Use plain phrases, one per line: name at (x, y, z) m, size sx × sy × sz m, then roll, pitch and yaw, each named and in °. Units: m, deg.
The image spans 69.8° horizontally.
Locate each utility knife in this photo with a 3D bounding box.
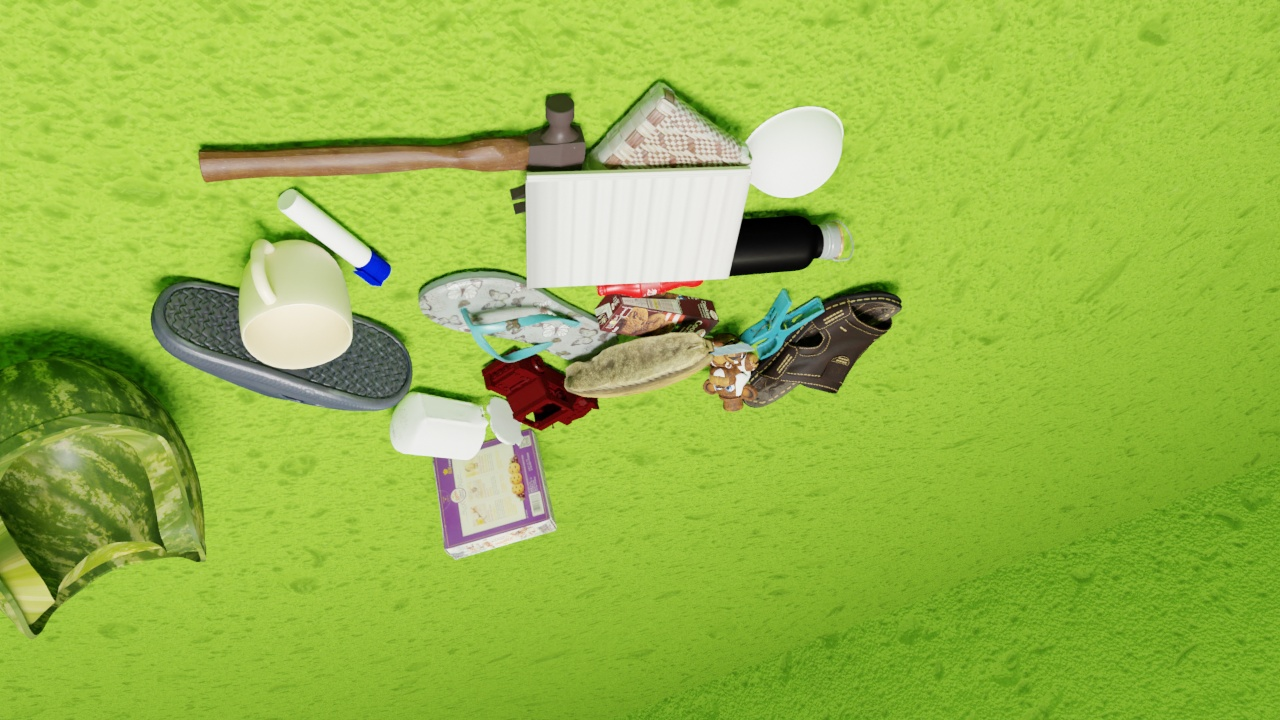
utility knife at (0.042, -0.003, 1.152) m, size 0.206 × 0.015 × 0.031 m, roll -6°, pitch 142°, yaw 20°

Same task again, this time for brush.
brush at (-0.007, 0.006, 1.096) m, size 0.196 × 0.059 × 0.043 m, roll -13°, pitch 159°, yaw 21°

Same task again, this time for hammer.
hammer at (-0.208, -0.176, 0.802) m, size 0.322 × 0.033 × 0.116 m, roll -6°, pitch 145°, yaw -15°

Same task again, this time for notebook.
notebook at (-0.006, -0.127, 0.891) m, size 0.209 × 0.009 × 0.143 m, roll -3°, pitch 141°, yaw -9°

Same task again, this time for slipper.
slipper at (-0.364, 0.001, 0.938) m, size 0.267 × 0.110 × 0.084 m, roll 18°, pitch 138°, yaw -38°
slipper at (-0.122, -0.037, 1.038) m, size 0.268 × 0.054 × 0.098 m, roll 16°, pitch 134°, yaw -43°
slipper at (0.240, -0.002, 1.231) m, size 0.112 × 0.075 × 0.269 m, roll 14°, pitch 138°, yaw -40°

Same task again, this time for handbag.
handbag at (0.003, -0.173, 0.887) m, size 0.124 × 0.047 × 0.186 m, roll 24°, pitch 131°, yaw -36°

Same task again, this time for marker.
marker at (-0.287, -0.114, 0.866) m, size 0.023 × 0.027 × 0.133 m, roll 6°, pitch 158°, yaw 28°

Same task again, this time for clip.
clip at (0.188, -0.041, 1.195) m, size 0.113 × 0.028 × 0.127 m, roll 20°, pitch 135°, yaw -37°

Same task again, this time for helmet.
helmet at (-0.562, 0.117, 0.906) m, size 0.212 × 0.247 × 0.244 m, roll -24°, pitch -164°, yaw -29°

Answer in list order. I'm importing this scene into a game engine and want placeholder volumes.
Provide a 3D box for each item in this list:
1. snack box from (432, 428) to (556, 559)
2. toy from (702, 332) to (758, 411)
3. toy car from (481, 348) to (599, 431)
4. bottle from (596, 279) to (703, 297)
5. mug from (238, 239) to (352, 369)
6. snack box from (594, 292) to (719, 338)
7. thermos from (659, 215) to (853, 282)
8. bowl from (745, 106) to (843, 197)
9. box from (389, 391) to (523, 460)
snack box at (-0.201, 0.181, 1.253) m, size 0.148 × 0.143 × 0.041 m, roll -16°, pitch 148°, yaw 0°
toy at (0.113, 0.015, 1.193) m, size 0.087 × 0.067 × 0.113 m, roll 8°, pitch 120°, yaw 30°
toy car at (-0.119, 0.046, 1.157) m, size 0.070 × 0.061 × 0.169 m, roll -30°, pitch 146°, yaw 22°
bottle at (0.010, -0.091, 1.025) m, size 0.119 × 0.036 × 0.036 m, roll -11°, pitch 148°, yaw -7°
mug at (-0.327, -0.066, 0.853) m, size 0.096 × 0.099 × 0.120 m, roll -19°, pitch 146°, yaw 1°
snack box at (0.021, -0.054, 1.093) m, size 0.140 × 0.031 × 0.051 m, roll 8°, pitch 141°, yaw -33°
thermos at (0.128, -0.125, 1.002) m, size 0.231 × 0.061 × 0.061 m, roll -6°, pitch 147°, yaw -16°
bowl at (0.158, -0.198, 0.920) m, size 0.110 × 0.040 × 0.110 m, roll -12°, pitch 148°, yaw -7°
box at (-0.225, 0.086, 1.157) m, size 0.165 × 0.083 × 0.093 m, roll 15°, pitch 127°, yaw -42°
